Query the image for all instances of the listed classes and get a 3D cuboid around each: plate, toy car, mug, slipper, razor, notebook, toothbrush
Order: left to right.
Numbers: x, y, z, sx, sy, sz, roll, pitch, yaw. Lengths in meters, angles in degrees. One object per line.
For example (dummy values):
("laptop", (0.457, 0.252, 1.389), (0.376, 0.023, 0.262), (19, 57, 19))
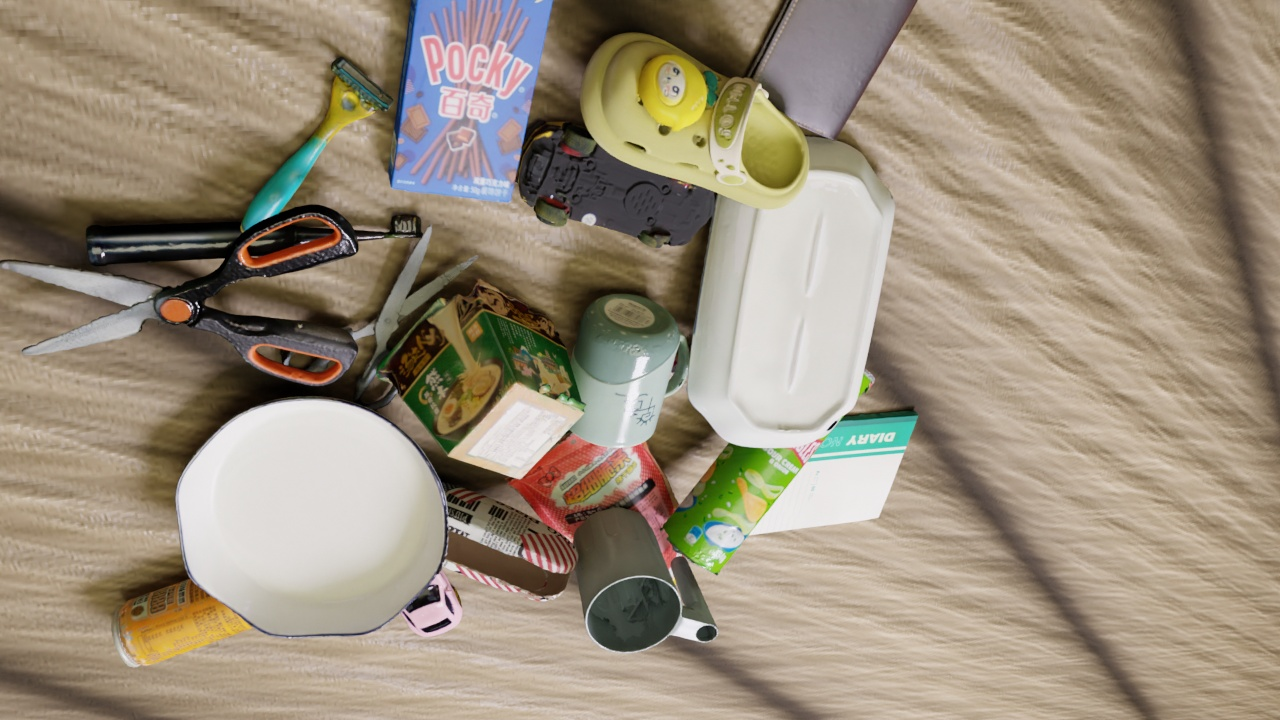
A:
("toothbrush", (-0.256, -0.085, 0.628), (0.212, 0.026, 0.027), (-7, 106, -22))
("razor", (-0.220, -0.134, 0.602), (0.043, 0.028, 0.133), (38, 101, -24))
("plate", (-0.255, 0.122, 0.728), (0.205, 0.045, 0.205), (-1, 105, -6))
("toy car", (-0.208, 0.222, 0.872), (0.056, 0.037, 0.122), (-23, 129, -7))
("toy car", (-0.018, -0.128, 0.681), (0.155, 0.041, 0.071), (12, 120, -26))
("mug", (-0.005, 0.004, 0.764), (0.111, 0.082, 0.106), (-8, 128, -32))
("mug", (0.002, 0.198, 0.819), (0.124, 0.103, 0.084), (21, 110, -22))
("slipper", (0.053, -0.169, 0.635), (0.190, 0.082, 0.091), (19, 77, -28))
("plate", (0.129, -0.047, 0.753), (0.162, 0.034, 0.266), (5, 105, -16))
("notebook", (0.183, 0.121, 0.972), (0.209, 0.012, 0.151), (-4, 126, -19))

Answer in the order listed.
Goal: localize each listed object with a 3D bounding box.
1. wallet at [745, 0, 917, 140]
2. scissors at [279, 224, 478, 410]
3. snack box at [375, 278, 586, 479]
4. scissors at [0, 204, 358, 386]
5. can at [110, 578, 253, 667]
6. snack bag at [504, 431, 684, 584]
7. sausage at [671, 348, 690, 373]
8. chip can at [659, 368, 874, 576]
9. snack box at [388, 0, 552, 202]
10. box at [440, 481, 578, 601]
("wallet", (0.139, -0.233, 0.682), (0.096, 0.020, 0.122), (15, 119, -25))
("scissors", (-0.197, -0.025, 0.699), (0.159, 0.014, 0.172), (-11, 130, -12))
("snack box", (-0.114, 0.024, 0.702), (0.118, 0.105, 0.118), (-46, 139, 15))
("scissors", (-0.288, -0.044, 0.620), (0.224, 0.021, 0.221), (-41, 132, 15))
("can", (-0.365, 0.210, 0.784), (0.146, 0.058, 0.058), (-18, 130, -8))
("snack bag", (-0.026, 0.143, 0.873), (0.128, 0.073, 0.208), (-28, 126, 3))
("sausage", (0.090, -0.020, 0.821), (0.156, 0.020, 0.020), (-22, 130, -4))
("chip can", (0.116, 0.088, 0.846), (0.072, 0.072, 0.236), (35, 95, -37))
("snack box", (-0.115, -0.184, 0.609), (0.084, 0.026, 0.157), (3, 124, -23))
("box", (-0.129, 0.143, 0.796), (0.163, 0.074, 0.080), (23, 129, -1))
